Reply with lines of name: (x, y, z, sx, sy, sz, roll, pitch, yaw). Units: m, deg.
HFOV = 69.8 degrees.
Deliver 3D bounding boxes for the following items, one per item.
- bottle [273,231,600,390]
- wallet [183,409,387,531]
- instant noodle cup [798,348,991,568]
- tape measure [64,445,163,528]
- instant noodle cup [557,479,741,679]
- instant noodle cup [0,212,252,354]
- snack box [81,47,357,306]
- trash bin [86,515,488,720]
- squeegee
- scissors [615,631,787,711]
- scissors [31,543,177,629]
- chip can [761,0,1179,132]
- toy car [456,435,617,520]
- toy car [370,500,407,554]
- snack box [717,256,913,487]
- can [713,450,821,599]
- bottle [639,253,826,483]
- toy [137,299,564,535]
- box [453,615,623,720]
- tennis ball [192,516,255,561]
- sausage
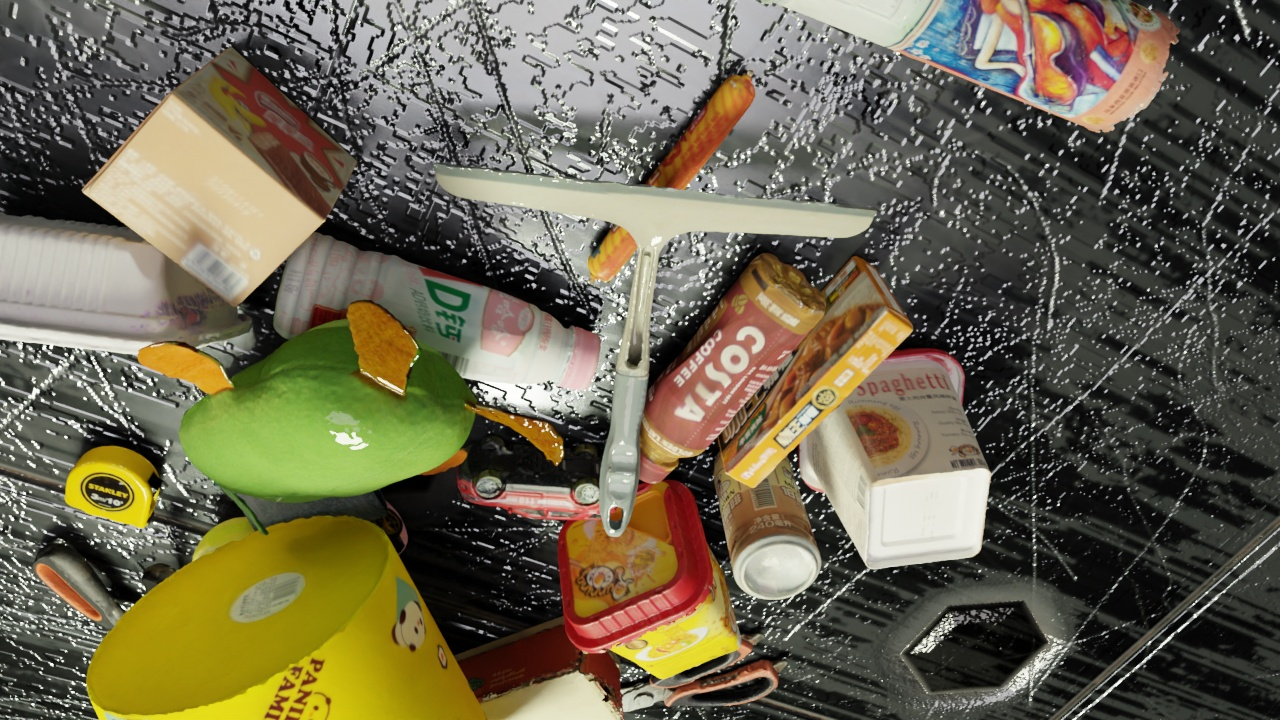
bottle: (-0.123, -0.024, 0.580, 0.196, 0.068, 0.068, 14, 120, -17)
wallet: (-0.242, 0.071, 0.631, 0.097, 0.019, 0.121, -19, 109, 9)
instant noodle cup: (0.173, 0.067, 0.620, 0.116, 0.124, 0.117, -7, 123, 0)
tape measure: (-0.373, 0.087, 0.652, 0.060, 0.028, 0.057, 20, 120, -15)
instant noodle cup: (0.012, 0.172, 0.690, 0.116, 0.116, 0.124, -26, 131, 12)
instant noodle cup: (-0.324, -0.048, 0.520, 0.173, 0.138, 0.060, 8, 98, -5)
snack box: (-0.224, -0.102, 0.504, 0.077, 0.094, 0.093, -38, 117, 18)
trash bin: (-0.208, 0.258, 0.602, 0.230, 0.229, 0.255, -14, 112, 5)
squeegee: (-0.003, 0.003, 0.576, 0.246, 0.039, 0.247, 5, 118, -4)
scissors: (0.014, 0.283, 0.811, 0.206, 0.015, 0.195, 17, 121, -14)
scissors: (-0.385, 0.215, 0.725, 0.224, 0.021, 0.222, 36, 132, -10)
chip can: (0.174, -0.189, 0.491, 0.214, 0.071, 0.071, 16, 120, -14)
toy car: (-0.071, 0.088, 0.659, 0.120, 0.052, 0.045, 8, 119, -8)
toy car: (-0.221, 0.102, 0.669, 0.056, 0.037, 0.122, -34, 106, 10)
snack box: (0.108, 0.009, 0.607, 0.026, 0.075, 0.154, 30, 116, -22)
can: (0.086, 0.108, 0.644, 0.058, 0.116, 0.059, -2, 121, -3)
bottle: (0.049, 0.011, 0.616, 0.057, 0.057, 0.175, 29, 116, -20)
toy: (-0.175, 0.033, 0.527, 0.247, 0.089, 0.227, -15, 148, 30)
box: (-0.102, 0.290, 0.769, 0.168, 0.079, 0.091, -22, 120, 11)
tennis ball: (-0.293, 0.148, 0.674, 0.065, 0.065, 0.066, -2, 122, -3)
sausage: (0.016, -0.108, 0.560, 0.021, 0.021, 0.165, 31, 115, -21)
